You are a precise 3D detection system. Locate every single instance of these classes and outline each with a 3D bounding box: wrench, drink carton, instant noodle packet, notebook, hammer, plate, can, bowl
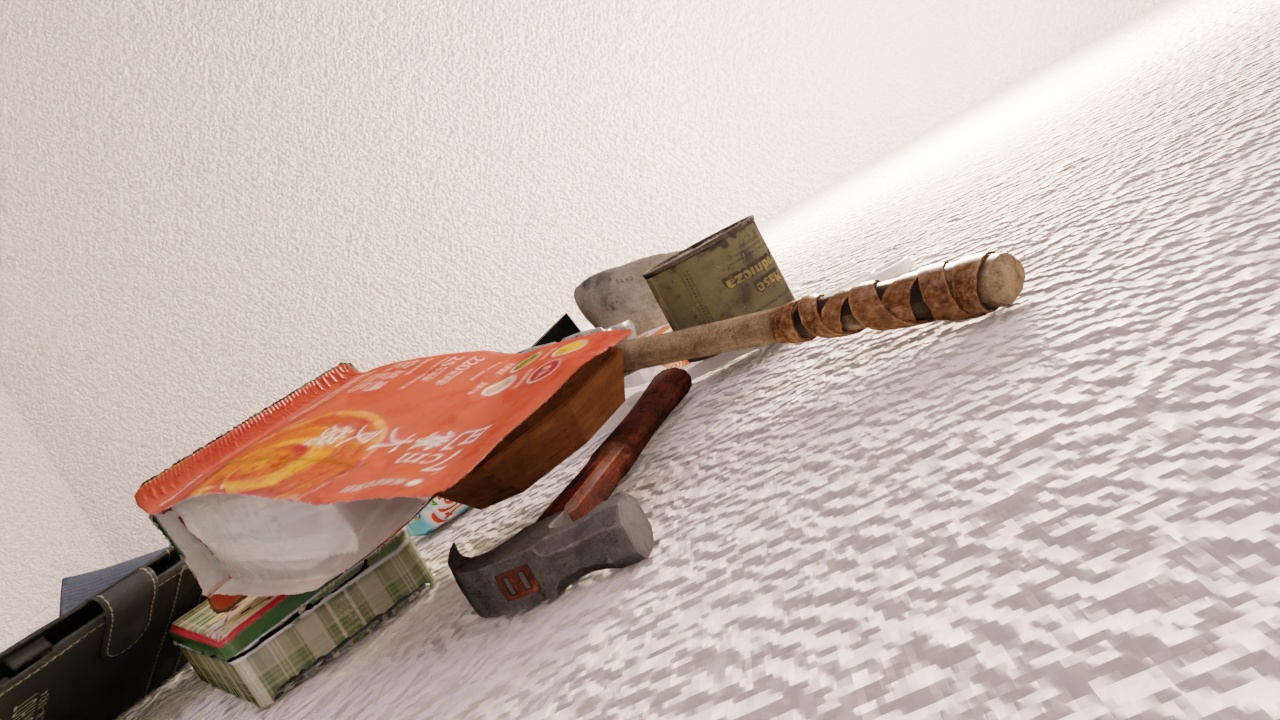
[{"bbox_3d":[0.076,-0.011,0.685,0.273,0.018,0.066,-27,6,8],"label":"wrench"},{"bbox_3d":[-0.005,0.005,0.803,0.058,0.040,0.123,-33,7,-30],"label":"drink carton"},{"bbox_3d":[-0.124,0.039,0.472,0.221,0.084,0.163,-19,14,36],"label":"instant noodle packet"},{"bbox_3d":[-0.347,0.195,0.595,0.170,0.029,0.208,-58,-7,33],"label":"notebook"},{"bbox_3d":[0.060,-0.017,0.536,0.320,0.049,0.121,-11,9,44],"label":"hammer"},{"bbox_3d":[-0.057,0.039,0.502,0.131,0.025,0.131,-35,10,7],"label":"plate"},{"bbox_3d":[0.058,-0.050,0.663,0.090,0.074,0.090,-28,7,3],"label":"can"},{"bbox_3d":[-0.015,0.055,0.517,0.111,0.028,0.300,-26,7,19],"label":"hammer"},{"bbox_3d":[-0.133,0.088,0.704,0.128,0.044,0.039,-33,7,-41],"label":"drink carton"},{"bbox_3d":[0.029,-0.052,0.891,0.178,0.081,0.178,-16,-4,-1],"label":"bowl"}]

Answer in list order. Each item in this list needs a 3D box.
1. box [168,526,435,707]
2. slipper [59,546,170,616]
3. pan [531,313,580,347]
[{"bbox_3d":[-0.215,0.149,0.561,0.117,0.050,0.206,-32,6,-34],"label":"box"},{"bbox_3d":[-0.408,0.209,0.668,0.262,0.082,0.101,-43,-17,-51],"label":"slipper"},{"bbox_3d":[-0.175,0.077,0.906,0.357,0.044,0.203,-40,7,39],"label":"pan"}]
